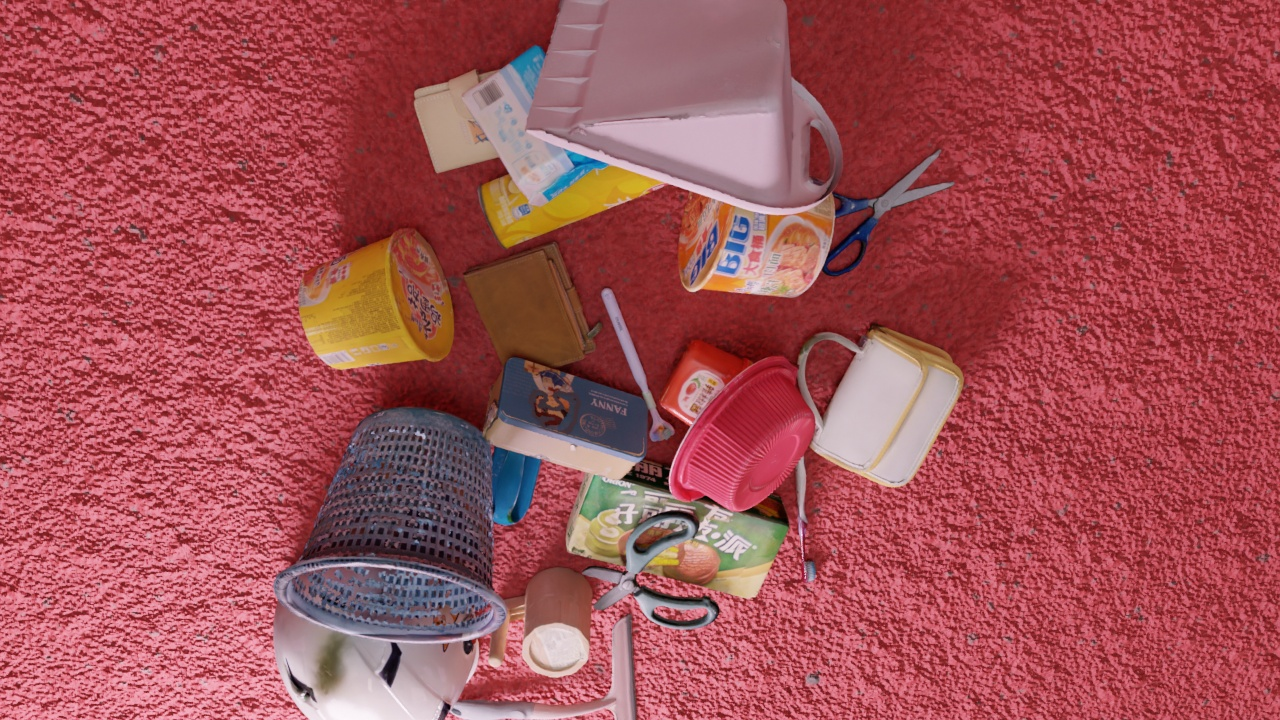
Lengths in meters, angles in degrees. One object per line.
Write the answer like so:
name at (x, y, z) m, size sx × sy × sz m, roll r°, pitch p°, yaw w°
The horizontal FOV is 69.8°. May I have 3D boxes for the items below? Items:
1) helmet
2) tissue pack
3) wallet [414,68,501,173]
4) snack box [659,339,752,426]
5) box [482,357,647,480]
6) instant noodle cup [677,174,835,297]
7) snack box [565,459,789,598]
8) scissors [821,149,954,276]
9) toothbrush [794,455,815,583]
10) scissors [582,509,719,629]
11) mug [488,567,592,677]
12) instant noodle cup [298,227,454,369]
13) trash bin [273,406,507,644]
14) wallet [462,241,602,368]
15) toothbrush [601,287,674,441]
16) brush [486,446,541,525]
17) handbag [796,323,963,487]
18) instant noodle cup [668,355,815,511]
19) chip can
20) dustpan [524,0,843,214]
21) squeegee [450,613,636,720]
helmet at (-0.314, 0.353, 1.074) m, size 0.230 × 0.156 × 0.274 m, roll -19°, pitch 112°, yaw 6°
tissue pack at (-0.097, -0.219, 0.856) m, size 0.090 × 0.063 × 0.140 m, roll -33°, pitch 77°, yaw 2°
wallet at (-0.160, -0.241, 0.907) m, size 0.115 × 0.024 × 0.087 m, roll -13°, pitch 111°, yaw 4°
snack box at (0.071, 0.029, 1.002) m, size 0.080 × 0.082 × 0.091 m, roll 30°, pitch 108°, yaw 1°
box at (-0.073, 0.066, 0.987) m, size 0.184 × 0.089 × 0.059 m, roll 16°, pitch 137°, yaw -19°
instant noodle cup at (0.114, -0.131, 0.903) m, size 0.111 × 0.151 × 0.151 m, roll 11°, pitch 112°, yaw -16°
snack box at (0.042, 0.191, 1.070) m, size 0.240 × 0.063 × 0.115 m, roll 17°, pitch 114°, yaw -9°
scissors at (0.246, -0.153, 0.966) m, size 0.165 × 0.012 × 0.157 m, roll 5°, pitch 110°, yaw -5°
toothbrush at (0.198, 0.190, 1.103) m, size 0.017 × 0.016 × 0.188 m, roll -10°, pitch 113°, yaw -7°
scissors at (0.030, 0.254, 1.054) m, size 0.180 × 0.019 × 0.170 m, roll 41°, pitch 107°, yaw -19°
mug at (-0.119, 0.315, 1.094) m, size 0.124 × 0.103 × 0.084 m, roll -12°, pitch 112°, yaw 2°
instant noodle cup at (-0.267, -0.054, 0.926) m, size 0.110 × 0.137 × 0.138 m, roll -13°, pitch 113°, yaw 12°
trash bin at (-0.240, 0.165, 0.957) m, size 0.226 × 0.194 × 0.227 m, roll 2°, pitch 145°, yaw 1°
wallet at (-0.111, -0.052, 0.980) m, size 0.119 × 0.035 × 0.131 m, roll -18°, pitch 113°, yaw 5°
toothbrush at (-0.006, 0.006, 1.016) m, size 0.029 × 0.021 × 0.189 m, roll -21°, pitch 110°, yaw 3°
brush at (-0.142, 0.124, 1.031) m, size 0.055 × 0.073 × 0.144 m, roll 15°, pitch 111°, yaw -2°
handbag at (0.250, 0.044, 1.024) m, size 0.178 × 0.063 × 0.163 m, roll 22°, pitch 108°, yaw -7°
instant noodle cup at (0.120, 0.089, 0.969) m, size 0.066 × 0.193 × 0.194 m, roll 39°, pitch 112°, yaw 29°
chip can at (-0.051, -0.181, 0.911) m, size 0.213 × 0.072 × 0.072 m, roll -20°, pitch 112°, yaw 7°
dustpan at (0.048, -0.226, 0.836) m, size 0.274 × 0.222 × 0.139 m, roll 4°, pitch 144°, yaw 11°
squeegee at (-0.128, 0.447, 1.184) m, size 0.249 × 0.040 × 0.248 m, roll -4°, pitch 113°, yaw 0°
